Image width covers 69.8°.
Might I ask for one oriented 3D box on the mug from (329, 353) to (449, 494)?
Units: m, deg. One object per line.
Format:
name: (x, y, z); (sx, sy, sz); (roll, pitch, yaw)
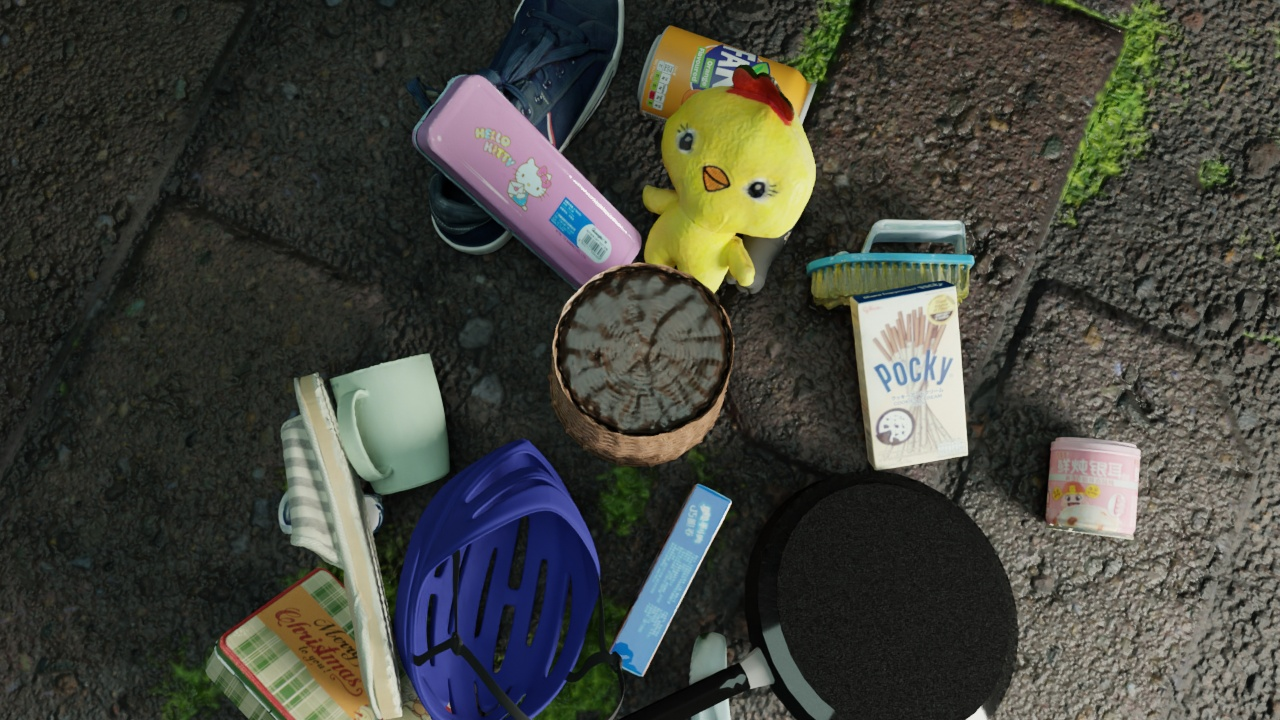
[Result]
mug: (-0.208, 0.055, 0.750); (0.084, 0.111, 0.104); (-14, 92, 15)

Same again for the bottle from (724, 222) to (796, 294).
bottle: (0.112, -0.112, 0.804); (0.036, 0.036, 0.110); (28, 84, 4)

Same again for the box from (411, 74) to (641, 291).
box: (-0.088, -0.138, 0.752); (0.214, 0.036, 0.076); (41, 77, -34)

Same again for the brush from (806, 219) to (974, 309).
brush: (0.211, -0.083, 0.790); (0.136, 0.055, 0.075); (1, 73, 1)

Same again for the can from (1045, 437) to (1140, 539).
can: (0.372, 0.105, 0.755); (0.067, 0.067, 0.076); (7, 83, 2)

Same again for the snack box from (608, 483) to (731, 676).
snack box: (0.024, 0.173, 0.742); (0.034, 0.087, 0.151); (27, 84, 5)

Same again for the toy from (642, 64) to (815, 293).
toy: (0.067, -0.138, 0.749); (0.134, 0.092, 0.208); (41, 121, 15)

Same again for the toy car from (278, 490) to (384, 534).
toy car: (-0.266, 0.131, 0.783); (0.090, 0.027, 0.038); (2, 80, 1)

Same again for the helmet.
helmet: (-0.088, 0.182, 0.678); (0.147, 0.228, 0.241); (17, 82, -29)

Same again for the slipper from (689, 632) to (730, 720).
slipper: (0.082, 0.337, 0.714); (0.074, 0.104, 0.245); (-8, 78, 3)

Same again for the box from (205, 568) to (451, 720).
box: (-0.227, 0.268, 0.719); (0.205, 0.117, 0.050); (43, 121, 8)

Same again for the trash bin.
trash bin: (-0.004, 0.004, 0.704); (0.151, 0.210, 0.151); (0, 81, 1)

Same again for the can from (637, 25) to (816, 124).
can: (0.074, -0.232, 0.800); (0.142, 0.079, 0.079); (20, 83, 4)

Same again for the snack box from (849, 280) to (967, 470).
snack box: (0.224, 0.014, 0.761); (0.082, 0.026, 0.150); (-11, 107, 1)

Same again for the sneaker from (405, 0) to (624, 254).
sneaker: (-0.104, -0.239, 0.783); (0.121, 0.127, 0.294); (25, 81, 3)

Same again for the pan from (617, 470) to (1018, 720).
pan: (0.136, 0.216, 0.707); (0.355, 0.034, 0.225); (-19, 73, -19)

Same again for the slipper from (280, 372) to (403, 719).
slipper: (-0.232, 0.142, 0.709); (0.054, 0.114, 0.272); (-17, 76, -10)
